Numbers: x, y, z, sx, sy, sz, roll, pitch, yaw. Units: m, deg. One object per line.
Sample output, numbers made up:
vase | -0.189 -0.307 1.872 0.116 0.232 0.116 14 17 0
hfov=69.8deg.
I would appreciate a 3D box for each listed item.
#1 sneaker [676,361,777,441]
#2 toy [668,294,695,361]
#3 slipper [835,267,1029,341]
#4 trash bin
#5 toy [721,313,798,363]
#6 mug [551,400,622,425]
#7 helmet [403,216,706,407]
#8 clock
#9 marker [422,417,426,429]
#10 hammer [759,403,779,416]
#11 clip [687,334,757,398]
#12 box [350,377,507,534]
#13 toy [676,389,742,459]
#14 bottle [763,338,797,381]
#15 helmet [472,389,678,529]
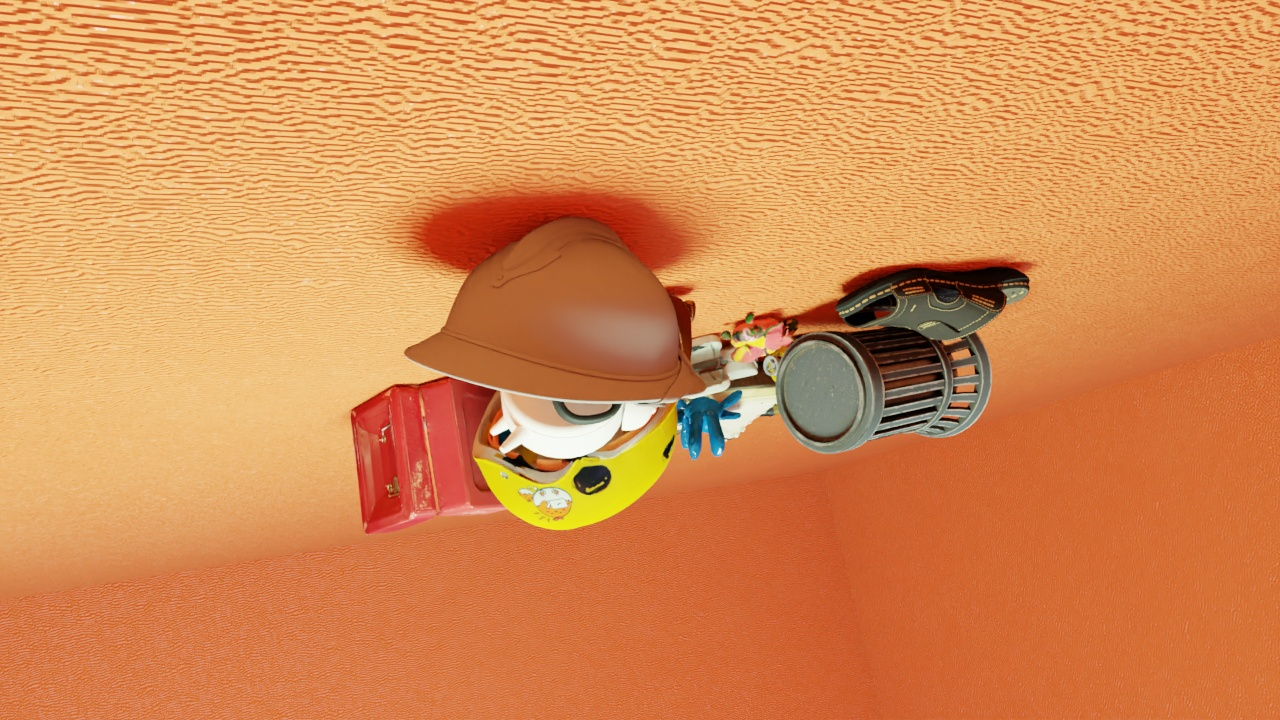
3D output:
sneaker | 0.136 0.066 1.281 0.241 0.102 0.089 -6 -157 -11
toy | 0.021 -0.013 0.890 0.070 0.103 0.090 -7 160 -23
slipper | 0.331 -0.057 1.021 0.267 0.075 0.113 -5 165 -28
trash bin | 0.286 0.027 1.102 0.226 0.164 0.165 -7 167 -40
toy | 0.142 -0.026 1.070 0.103 0.046 0.084 -1 142 -47
mug | -0.056 0.004 0.859 0.088 0.113 0.078 -8 165 -18
helmet | -0.044 -0.045 0.679 0.183 0.118 0.270 17 -169 33
clock | -0.075 0.036 0.929 0.160 0.125 0.073 -14 148 -14
marker | -0.298 0.081 1.202 0.016 0.016 0.140 -15 167 17
hammer | 0.168 0.070 1.360 0.333 0.117 0.025 -11 166 6
clip | 0.083 0.009 1.150 0.125 0.072 0.142 -16 174 10
box | -0.228 0.111 1.080 0.168 0.157 0.154 0 165 -38
toy | 0.074 0.073 1.151 0.113 0.071 0.176 -3 -171 5
bottle | 0.230 0.006 1.220 0.163 0.071 0.071 -2 164 -37
helmet | -0.060 0.106 1.034 0.240 0.140 0.208 -9 -151 6
